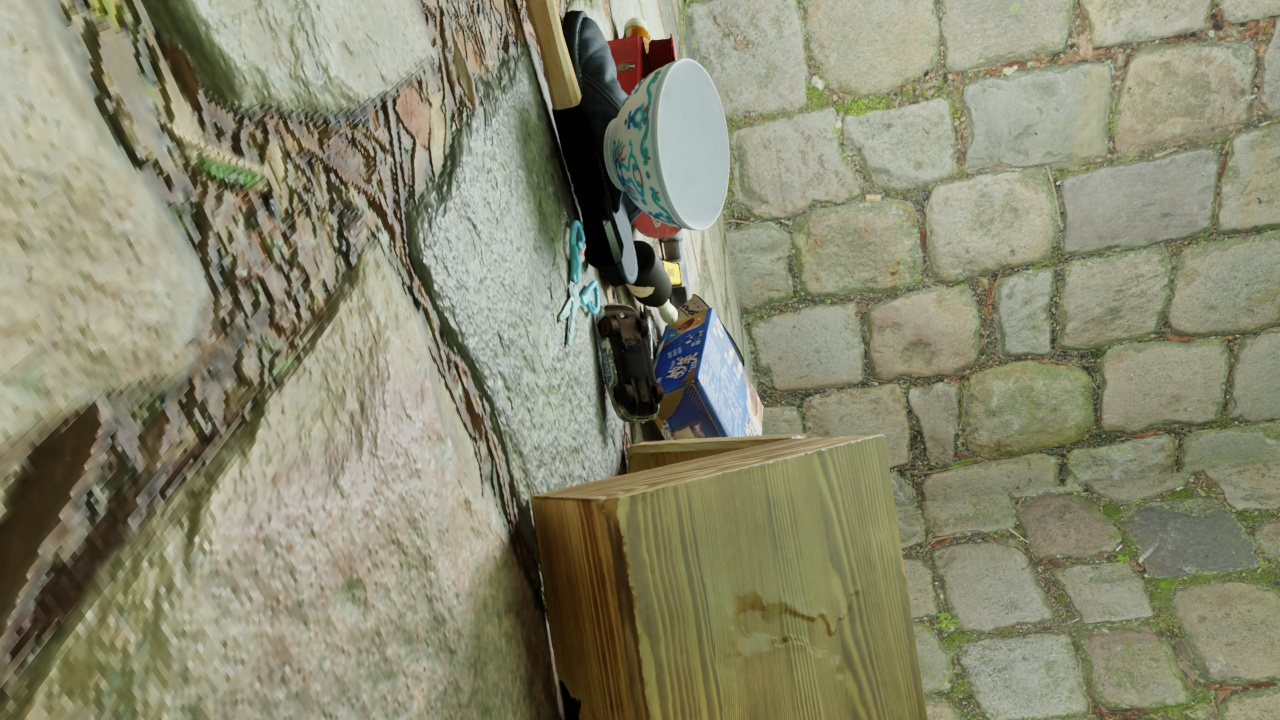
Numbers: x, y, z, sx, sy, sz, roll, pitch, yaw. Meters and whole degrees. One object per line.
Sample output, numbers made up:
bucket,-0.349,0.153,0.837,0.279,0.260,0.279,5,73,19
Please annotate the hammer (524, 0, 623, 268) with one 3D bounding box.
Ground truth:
hammer,-0.064,-0.227,0.755,0.131,0.039,0.329,-86,165,-55

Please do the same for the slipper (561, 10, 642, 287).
slipper,-0.014,-0.209,0.895,0.108,0.083,0.265,-35,114,-77

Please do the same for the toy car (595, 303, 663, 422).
toy car,-0.014,0.002,0.830,0.048,0.041,0.112,1,71,-40

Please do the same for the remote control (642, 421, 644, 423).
remote control,-0.006,0.006,0.961,0.028,0.012,0.124,67,17,-56

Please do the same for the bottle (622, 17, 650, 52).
bottle,-0.001,-0.388,1.193,0.059,0.059,0.166,69,12,-50

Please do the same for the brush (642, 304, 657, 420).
brush,0.013,0.002,1.070,0.039,0.012,0.151,63,20,-56

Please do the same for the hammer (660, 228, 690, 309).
hammer,0.030,-0.113,1.232,0.324,0.034,0.170,-20,103,-79

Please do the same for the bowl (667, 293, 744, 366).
bowl,0.078,-0.023,1.202,0.115,0.059,0.115,55,-4,5

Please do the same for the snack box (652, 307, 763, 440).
snack box,0.079,0.050,1.065,0.155,0.069,0.202,60,20,-19

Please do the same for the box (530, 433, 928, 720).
box,0.031,0.207,0.702,0.337,0.285,0.279,-13,-95,58

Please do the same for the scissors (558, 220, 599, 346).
scissors,-0.051,-0.047,0.766,0.095,0.015,0.142,72,20,-46

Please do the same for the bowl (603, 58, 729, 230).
bowl,0.015,-0.184,0.802,0.143,0.074,0.144,-1,92,-61

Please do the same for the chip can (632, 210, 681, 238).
chip can,0.029,-0.238,1.201,0.232,0.073,0.073,-83,162,-59

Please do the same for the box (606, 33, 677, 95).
box,0.002,-0.284,1.060,0.130,0.098,0.157,78,6,-47

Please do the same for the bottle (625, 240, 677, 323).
bottle,0.016,-0.080,1.043,0.184,0.045,0.045,51,32,-69
